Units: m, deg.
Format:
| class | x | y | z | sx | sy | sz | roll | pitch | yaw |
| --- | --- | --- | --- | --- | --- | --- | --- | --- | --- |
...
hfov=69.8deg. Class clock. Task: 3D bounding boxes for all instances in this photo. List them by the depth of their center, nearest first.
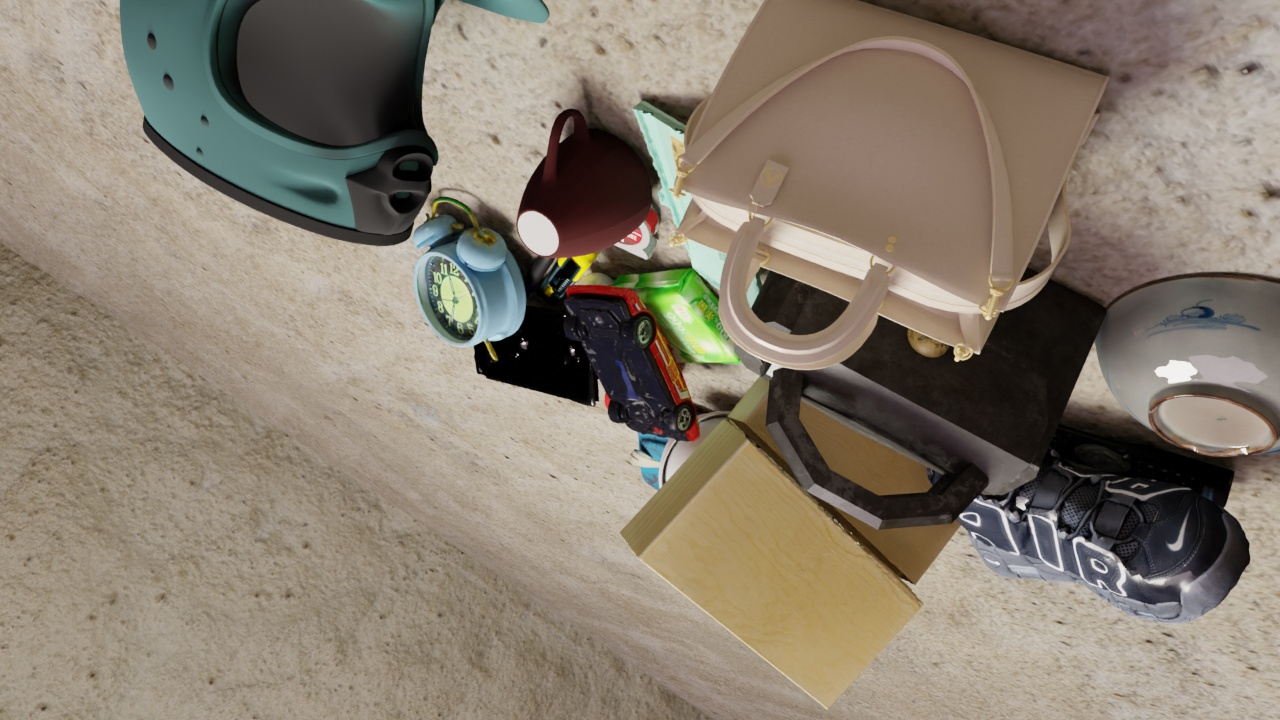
| class | x | y | z | sx | sy | sz | roll | pitch | yaw |
| --- | --- | --- | --- | --- | --- | --- | --- | --- | --- |
| clock | -0.173 | -0.085 | 0.909 | 0.118 | 0.059 | 0.162 | 17 | 123 | 36 |

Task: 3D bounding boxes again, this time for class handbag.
| class | x | y | z | sx | sy | sz | roll | pitch | yaw |
| --- | --- | --- | --- | --- | --- | --- | --- | --- | --- |
| handbag | 0.108 | -0.077 | 0.458 | 0.195 | 0.197 | 0.101 | 24 | 156 | 15 |
| handbag | 0.158 | 0.007 | 0.567 | 0.197 | 0.199 | 0.102 | 28 | 157 | 5 |

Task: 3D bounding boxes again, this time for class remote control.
| class | x | y | z | sx | sy | sz | roll | pitch | yaw |
| --- | --- | --- | --- | --- | --- | --- | --- | --- | --- |
| remote control | 0.359 | 0.071 | 0.684 | 0.141 | 0.021 | 0.045 | 18 | 157 | 36 |

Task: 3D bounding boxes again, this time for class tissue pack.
| class | x | y | z | sx | sy | sz | roll | pitch | yaw |
| --- | --- | --- | --- | --- | --- | --- | --- | --- | --- |
| tissue pack | 0.034 | -0.038 | 0.830 | 0.100 | 0.034 | 0.114 | 0 | 144 | 47 |

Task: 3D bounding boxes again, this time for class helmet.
| class | x | y | z | sx | sy | sz | roll | pitch | yaw |
| --- | --- | --- | --- | --- | --- | --- | --- | --- | --- |
| helmet | -0.196 | -0.205 | 0.562 | 0.275 | 0.201 | 0.176 | 33 | -155 | 27 |

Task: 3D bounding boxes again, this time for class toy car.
| class | x | y | z | sx | sy | sz | roll | pitch | yaw |
| --- | --- | --- | --- | --- | --- | --- | --- | --- | --- |
| toy car | -0.005 | 0.005 | 0.846 | 0.082 | 0.056 | 0.189 | 6 | 139 | 36 |
| toy car | -0.093 | -0.020 | 0.954 | 0.192 | 0.071 | 0.094 | 11 | 113 | 44 |

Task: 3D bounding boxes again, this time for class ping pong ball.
| class | x | y | z | sx | sy | sz | roll | pitch | yaw |
| --- | --- | --- | --- | --- | --- | --- | --- | --- | --- |
| ping pong ball | -0.041 | -0.062 | 0.858 | 0.040 | 0.040 | 0.040 | 25 | 156 | 12 |

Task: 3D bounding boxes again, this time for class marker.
| class | x | y | z | sx | sy | sz | roll | pitch | yaw |
| --- | --- | --- | --- | --- | --- | --- | --- | --- | --- |
| marker | -0.105 | -0.086 | 0.913 | 0.015 | 0.018 | 0.134 | 47 | 155 | -3 |

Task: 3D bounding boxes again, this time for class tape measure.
| class | x | y | z | sx | sy | sz | roll | pitch | yaw |
| --- | --- | --- | --- | --- | --- | --- | --- | --- | --- |
| tape measure | -0.015 | -0.116 | 0.745 | 0.060 | 0.020 | 0.062 | 26 | 155 | 10 |

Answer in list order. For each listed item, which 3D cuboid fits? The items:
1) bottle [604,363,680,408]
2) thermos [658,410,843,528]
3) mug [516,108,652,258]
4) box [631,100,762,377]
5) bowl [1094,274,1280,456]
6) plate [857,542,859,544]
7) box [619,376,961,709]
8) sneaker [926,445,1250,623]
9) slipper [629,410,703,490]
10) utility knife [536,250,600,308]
| class | x | y | z | sx | sy | sz | roll | pitch | yaw |
| --- | --- | --- | --- | --- | --- | --- | --- | --- | --- |
| bottle | -0.003 | 0.024 | 0.976 | 0.071 | 0.048 | 0.134 | 29 | 157 | -3 |
| thermos | 0.109 | 0.139 | 0.889 | 0.131 | 0.131 | 0.222 | 42 | 179 | -26 |
| mug | -0.051 | -0.124 | 0.668 | 0.087 | 0.088 | 0.114 | 15 | 131 | 27 |
| box | 0.056 | -0.086 | 0.660 | 0.187 | 0.052 | 0.138 | 65 | -178 | -54 |
| bowl | 0.346 | 0.018 | 0.546 | 0.151 | 0.056 | 0.151 | 25 | 155 | 12 |
| plate | 0.207 | 0.176 | 1.075 | 0.157 | 0.014 | 0.157 | 25 | 155 | 12 |
| box | 0.149 | 0.122 | 0.752 | 0.247 | 0.253 | 0.068 | 43 | 170 | -27 |
| sneaker | 0.301 | 0.098 | 0.671 | 0.151 | 0.097 | 0.253 | 38 | 168 | -11 |
| slipper | 0.036 | 0.129 | 1.128 | 0.118 | 0.060 | 0.295 | 30 | 157 | 9 |
| utility knife | -0.074 | -0.081 | 0.887 | 0.029 | 0.020 | 0.173 | 35 | 157 | -7 |
